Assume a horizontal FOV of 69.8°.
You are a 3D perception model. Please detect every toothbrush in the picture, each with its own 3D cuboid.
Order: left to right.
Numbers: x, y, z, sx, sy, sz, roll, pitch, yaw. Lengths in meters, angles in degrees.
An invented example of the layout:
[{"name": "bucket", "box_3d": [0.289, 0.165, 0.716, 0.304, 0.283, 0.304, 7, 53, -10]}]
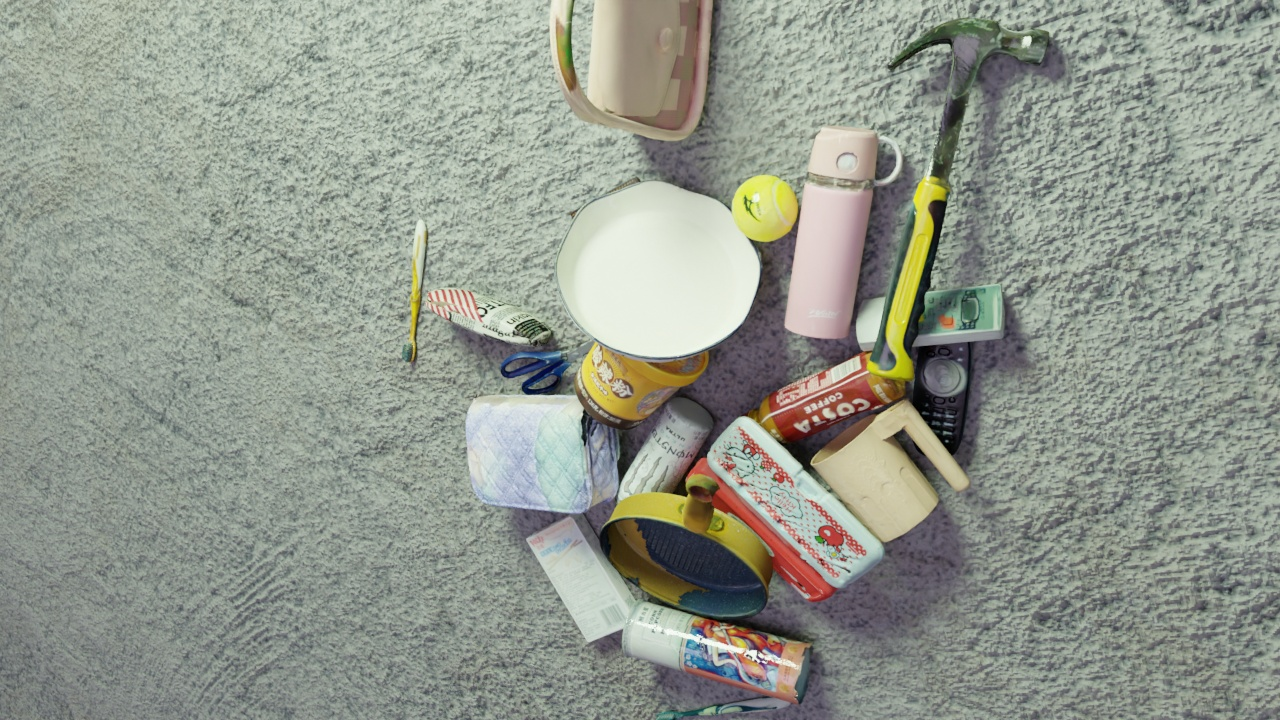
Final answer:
[{"name": "toothbrush", "box_3d": [-0.287, -0.084, 1.161, 0.016, 0.018, 0.192, 18, 112, 19]}, {"name": "toothbrush", "box_3d": [0.097, 0.431, 1.124, 0.192, 0.018, 0.016, -20, 95, 30]}]

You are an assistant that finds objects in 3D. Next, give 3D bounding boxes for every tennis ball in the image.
[{"name": "tennis ball", "box_3d": [0.123, -0.151, 0.911, 0.065, 0.065, 0.065, 8, 108, 24]}]

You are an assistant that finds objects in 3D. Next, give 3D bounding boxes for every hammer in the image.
[{"name": "hammer", "box_3d": [0.258, -0.141, 0.827, 0.126, 0.031, 0.323, 14, 102, 12]}]

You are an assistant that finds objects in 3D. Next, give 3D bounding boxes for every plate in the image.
[{"name": "plate", "box_3d": [0.017, -0.086, 0.930, 0.205, 0.204, 0.046, 37, 158, 12]}]

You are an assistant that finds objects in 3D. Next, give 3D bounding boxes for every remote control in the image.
[{"name": "remote control", "box_3d": [0.275, -0.040, 0.876, 0.135, 0.056, 0.019, -5, 143, 28]}, {"name": "remote control", "box_3d": [0.296, 0.030, 0.903, 0.053, 0.024, 0.136, 9, 109, 27]}]

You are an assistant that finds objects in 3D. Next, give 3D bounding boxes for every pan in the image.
[{"name": "pan", "box_3d": [0.052, 0.184, 0.944, 0.198, 0.078, 0.358, 21, 144, 9]}]

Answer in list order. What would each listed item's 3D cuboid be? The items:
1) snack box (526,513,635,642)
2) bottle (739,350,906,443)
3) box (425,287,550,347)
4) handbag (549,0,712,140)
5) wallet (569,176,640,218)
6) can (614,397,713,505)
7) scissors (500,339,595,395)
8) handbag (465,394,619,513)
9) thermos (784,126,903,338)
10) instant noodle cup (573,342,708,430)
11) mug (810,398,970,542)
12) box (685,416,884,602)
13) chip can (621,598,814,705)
[{"name": "snack box", "box_3d": [-0.071, 0.272, 1.155, 0.085, 0.026, 0.157, -31, 90, 30]}, {"name": "bottle", "box_3d": [0.182, 0.043, 0.944, 0.175, 0.057, 0.057, -27, 92, 30]}, {"name": "box", "box_3d": [-0.182, -0.055, 1.093, 0.164, 0.068, 0.052, 21, 122, 17]}, {"name": "handbag", "box_3d": [-0.019, -0.300, 0.839, 0.093, 0.233, 0.193, 13, 110, 24]}, {"name": "wallet", "box_3d": [-0.015, -0.128, 1.014, 0.097, 0.020, 0.122, -23, 96, 30]}, {"name": "can", "box_3d": [0.026, 0.113, 1.042, 0.058, 0.058, 0.147, 36, 117, 13]}, {"name": "scissors", "box_3d": [-0.079, 0.000, 1.076, 0.172, 0.012, 0.133, -5, 142, -1]}, {"name": "handbag", "box_3d": [-0.117, 0.107, 1.089, 0.194, 0.075, 0.134, 0, 99, 35]}, {"name": "thermos", "box_3d": [0.195, -0.123, 0.888, 0.087, 0.067, 0.199, 7, 108, 1]}, {"name": "instant noodle cup", "box_3d": [-0.006, 0.006, 0.998, 0.118, 0.118, 0.115, 46, 127, 8]}, {"name": "mug", "box_3d": [0.249, 0.109, 0.913, 0.103, 0.084, 0.125, 52, 128, 2]}, {"name": "box", "box_3d": [0.144, 0.164, 0.970, 0.201, 0.058, 0.162, 43, 146, 9]}, {"name": "chip can", "box_3d": [0.089, 0.339, 1.071, 0.215, 0.071, 0.071, 9, 109, 23]}]
